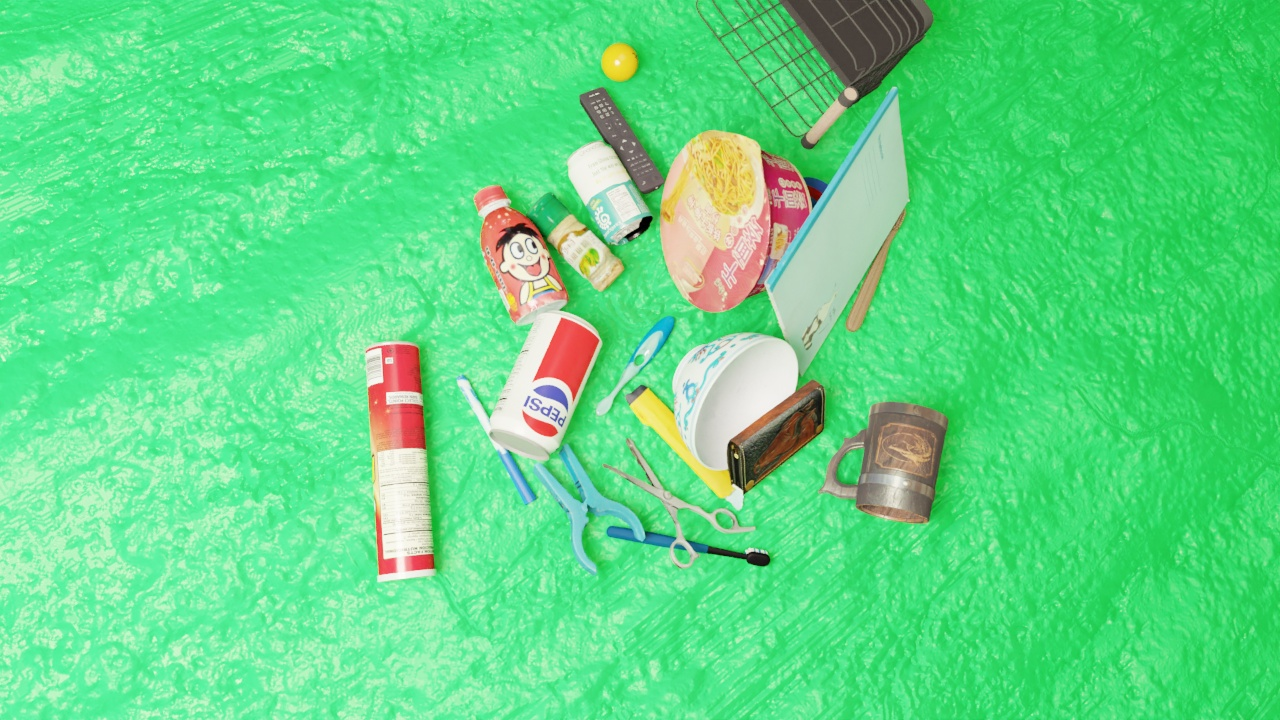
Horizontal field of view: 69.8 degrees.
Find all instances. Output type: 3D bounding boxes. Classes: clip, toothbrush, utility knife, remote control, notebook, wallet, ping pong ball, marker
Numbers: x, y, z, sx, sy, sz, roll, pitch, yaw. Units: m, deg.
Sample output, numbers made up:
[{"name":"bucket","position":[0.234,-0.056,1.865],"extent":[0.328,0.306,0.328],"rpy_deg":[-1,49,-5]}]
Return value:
[{"name":"clip","position":[-0.064,0.155,0.871],"extent":[0.130,0.031,0.121],"rpy_deg":[33,69,3]},{"name":"toothbrush","position":[0.266,-0.103,1.032],"extent":[0.016,0.016,0.166],"rpy_deg":[28,72,-4]},{"name":"toothbrush","position":[-0.006,0.005,0.940],"extent":[0.022,0.017,0.135],"rpy_deg":[38,68,-2]},{"name":"utility knife","position":[0.047,0.089,0.929],"extent":[0.165,0.017,0.030],"rpy_deg":[45,75,1]},{"name":"remote control","position":[-0.021,-0.235,0.982],"extent":[0.032,0.015,0.136],"rpy_deg":[-26,73,-18]},{"name":"notebook","position":[0.211,-0.126,0.943],"extent":[0.009,0.181,0.253],"rpy_deg":[25,73,31]},{"name":"wallet","position":[0.138,0.076,0.925],"extent":[0.122,0.072,0.019],"rpy_deg":[-34,48,-25]},{"name":"ping pong ball","position":[-0.023,-0.326,1.004],"extent":[0.040,0.040,0.040],"rpy_deg":[3,75,-13]},{"name":"toothbrush","position":[0.048,0.182,0.906],"extent":[0.167,0.014,0.014],"rpy_deg":[12,107,-8]},{"name":"marker","position":[-0.141,0.076,0.889],"extent":[0.013,0.013,0.142],"rpy_deg":[-29,84,-19]}]

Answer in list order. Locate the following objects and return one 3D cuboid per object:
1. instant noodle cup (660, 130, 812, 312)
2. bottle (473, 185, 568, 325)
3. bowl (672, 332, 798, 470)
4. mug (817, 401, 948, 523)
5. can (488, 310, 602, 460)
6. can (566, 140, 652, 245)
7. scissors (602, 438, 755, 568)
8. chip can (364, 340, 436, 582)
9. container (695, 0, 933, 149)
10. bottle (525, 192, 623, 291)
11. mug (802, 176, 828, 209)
[{"name":"instant noodle cup","position":[0.101,-0.140,0.929],"extent":[0.077,0.179,0.178],"rpy_deg":[-6,77,-32]},{"name":"bottle","position":[-0.125,-0.108,0.913],"extent":[0.062,0.062,0.137],"rpy_deg":[-23,84,-18]},{"name":"bowl","position":[0.080,0.028,0.910],"extent":[0.143,0.144,0.074],"rpy_deg":[-39,48,-19]},{"name":"mug","position":[0.251,0.103,0.952],"extent":[0.116,0.080,0.107],"rpy_deg":[9,73,18]},{"name":"can","position":[-0.091,0.023,0.880],"extent":[0.070,0.070,0.131],"rpy_deg":[25,68,-7]},{"name":"can","position":[-0.033,-0.173,0.955],"extent":[0.054,0.055,0.101],"rpy_deg":[-28,84,-19]},{"name":"scissors","position":[0.040,0.139,0.909],"extent":[0.161,0.014,0.141],"rpy_deg":[4,54,-31]},{"name":"chip can","position":[-0.222,0.091,0.844],"extent":[0.051,0.052,0.214],"rpy_deg":[-4,77,-15]},{"name":"container","position":[0.176,-0.377,1.000],"extent":[0.130,0.163,0.241],"rpy_deg":[-35,87,-19]},{"name":"bottle","position":[-0.068,-0.120,0.941],"extent":[0.111,0.043,0.043],"rpy_deg":[45,70,-1]},{"name":"mug","position":[0.159,-0.158,0.984],"extent":[0.076,0.075,0.112],"rpy_deg":[-44,102,-20]}]
